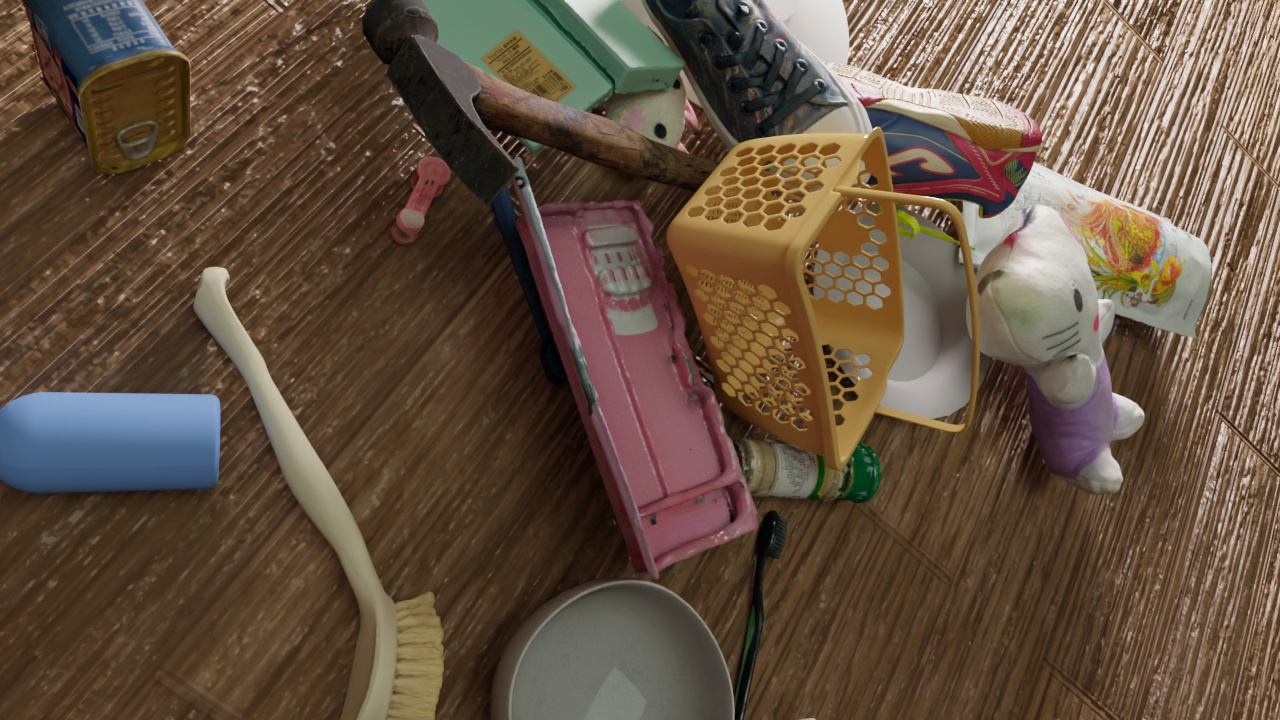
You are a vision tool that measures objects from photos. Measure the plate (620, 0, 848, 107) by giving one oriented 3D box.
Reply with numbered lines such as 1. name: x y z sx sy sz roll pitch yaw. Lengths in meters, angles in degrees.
1. plate: 0.080 -0.296 0.722 0.229 0.030 0.229 8 72 -24

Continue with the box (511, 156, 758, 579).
1. box: -0.018 0.009 0.541 0.172 0.075 0.233 2 68 -64

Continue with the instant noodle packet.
1. instant noodle packet: 0.385 -0.112 0.804 0.269 0.057 0.146 16 61 -21

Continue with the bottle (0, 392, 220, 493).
1. bottle: -0.273 0.039 0.438 0.131 0.048 0.048 2 74 -26

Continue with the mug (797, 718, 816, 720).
1. mug: 0.109 0.273 0.541 0.090 0.076 0.123 -8 79 -28

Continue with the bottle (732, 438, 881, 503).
1. bottle: 0.108 0.074 0.620 0.109 0.043 0.042 6 72 -24

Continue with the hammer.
1. hammer: -0.004 -0.119 0.544 0.329 0.033 0.120 1 51 -54

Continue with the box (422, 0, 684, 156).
1. box: -0.076 -0.230 0.597 0.137 0.056 0.187 -34 75 -34

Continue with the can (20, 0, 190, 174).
1. can: -0.269 -0.146 0.466 0.053 0.100 0.059 -33 88 -31

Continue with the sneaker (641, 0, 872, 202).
1. sneaker: 0.064 -0.201 0.604 0.235 0.087 0.079 56 15 12

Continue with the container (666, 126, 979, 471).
1. container: 0.123 -0.036 0.556 0.129 0.167 0.183 -52 141 -29

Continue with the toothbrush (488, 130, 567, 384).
1. toothbrush: -0.078 -0.076 0.586 0.016 0.017 0.190 -15 82 -32

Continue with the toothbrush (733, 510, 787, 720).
1. toothbrush: 0.071 0.187 0.585 0.017 0.014 0.187 26 65 -26

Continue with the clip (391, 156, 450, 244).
1. clip: -0.139 -0.096 0.567 0.023 0.041 0.059 30 53 -19

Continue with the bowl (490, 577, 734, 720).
1. bowl: -0.020 0.190 0.508 0.131 0.065 0.131 8 72 -24

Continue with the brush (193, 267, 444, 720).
1. brush: -0.173 0.072 0.480 0.077 0.062 0.272 -18 79 -46

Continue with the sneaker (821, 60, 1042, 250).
1. sneaker: 0.171 -0.156 0.686 0.242 0.091 0.116 12 38 -2

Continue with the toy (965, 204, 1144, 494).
1. toy: 0.319 -0.009 0.708 0.137 0.086 0.209 -43 111 -40

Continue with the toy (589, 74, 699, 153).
1. toy: 0.000 -0.172 0.639 0.112 0.050 0.087 29 64 -23

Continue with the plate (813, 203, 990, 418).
1. plate: 0.200 -0.038 0.712 0.172 0.019 0.172 8 72 -24
